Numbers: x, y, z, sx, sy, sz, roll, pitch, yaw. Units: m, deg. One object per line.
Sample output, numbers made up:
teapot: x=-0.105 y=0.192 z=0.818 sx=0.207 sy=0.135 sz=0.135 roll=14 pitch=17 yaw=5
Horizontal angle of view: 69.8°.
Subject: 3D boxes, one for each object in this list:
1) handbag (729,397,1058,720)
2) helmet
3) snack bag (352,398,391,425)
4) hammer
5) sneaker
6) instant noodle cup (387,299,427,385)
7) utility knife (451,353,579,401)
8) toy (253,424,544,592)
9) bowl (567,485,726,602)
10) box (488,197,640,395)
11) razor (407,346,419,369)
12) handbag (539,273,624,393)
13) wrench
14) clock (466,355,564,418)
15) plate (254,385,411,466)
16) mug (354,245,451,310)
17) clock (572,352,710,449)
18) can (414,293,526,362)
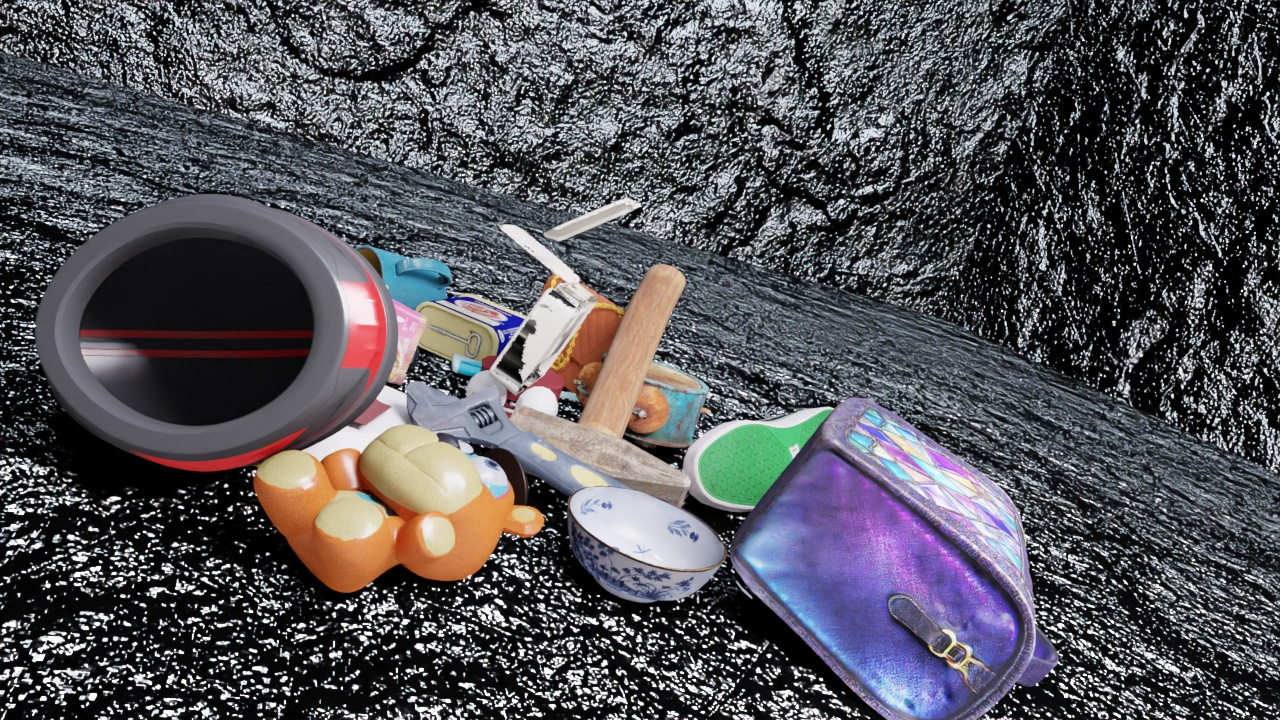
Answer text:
handbag: x=0.193 y=0.143 z=0.648 sx=0.222 sy=0.126 sz=0.204 roll=39 pitch=18 yaw=12
helmet: x=-0.262 y=-0.015 z=0.583 sx=0.265 sy=0.164 sz=0.170 roll=-1 pitch=-2 yaw=8
snack bag: x=-0.275 y=0.017 z=0.709 sx=0.158 sy=0.013 sz=0.057 roll=19 pitch=12 yaw=3
hammer: x=-0.005 y=0.005 z=0.856 sx=0.158 sy=0.037 sz=0.299 roll=19 pitch=43 yaw=3
sneaker: x=0.109 y=0.097 z=0.893 sx=0.079 sy=0.084 sz=0.234 roll=-18 pitch=-6 yaw=43
instant noodle cup: x=-0.262 y=-0.029 z=0.857 sx=0.108 sy=0.098 sz=0.097 roll=22 pitch=12 yaw=-15
utility knife: x=-0.128 y=0.022 z=0.977 sx=0.151 sy=0.015 sz=0.022 roll=15 pitch=43 yaw=-12
toy: x=-0.137 y=0.089 z=0.554 sx=0.112 sy=0.096 sz=0.176 roll=26 pitch=4 yaw=33
bowl: x=-0.002 y=0.133 z=0.629 sx=0.114 sy=0.045 sz=0.114 roll=17 pitch=13 yaw=-4
box: x=-0.087 y=-0.082 z=0.811 sx=0.106 sy=0.193 sz=0.143 roll=36 pitch=7 yaw=-1
razor: x=-0.288 y=-0.040 z=0.918 sx=0.151 sy=0.067 sz=0.054 roll=26 pitch=2 yaw=0
handbag: x=-0.071 y=-0.029 z=1.054 sx=0.060 sy=0.109 sz=0.172 roll=8 pitch=16 yaw=-36
wrench: x=-0.068 y=0.083 z=0.715 sx=0.273 sy=0.022 sz=0.073 roll=29 pitch=47 yaw=11
clock: x=-0.120 y=0.032 z=0.886 sx=0.087 sy=0.044 sz=0.124 roll=17 pitch=13 yaw=-3
plate: x=-0.253 y=0.038 z=0.734 sx=0.230 sy=0.021 sz=0.229 roll=17 pitch=13 yaw=-4
mug: x=-0.268 y=-0.085 z=1.045 sx=0.112 sy=0.084 sz=0.104 roll=-23 pitch=-20 yaw=30
clock: x=-0.005 y=0.044 z=0.924 sx=0.121 sy=0.073 sz=0.157 roll=24 pitch=11 yaw=30
can: x=-0.187 y=-0.032 z=1.032 sx=0.116 sy=0.057 sz=0.092 roll=22 pitch=15 yaw=17
